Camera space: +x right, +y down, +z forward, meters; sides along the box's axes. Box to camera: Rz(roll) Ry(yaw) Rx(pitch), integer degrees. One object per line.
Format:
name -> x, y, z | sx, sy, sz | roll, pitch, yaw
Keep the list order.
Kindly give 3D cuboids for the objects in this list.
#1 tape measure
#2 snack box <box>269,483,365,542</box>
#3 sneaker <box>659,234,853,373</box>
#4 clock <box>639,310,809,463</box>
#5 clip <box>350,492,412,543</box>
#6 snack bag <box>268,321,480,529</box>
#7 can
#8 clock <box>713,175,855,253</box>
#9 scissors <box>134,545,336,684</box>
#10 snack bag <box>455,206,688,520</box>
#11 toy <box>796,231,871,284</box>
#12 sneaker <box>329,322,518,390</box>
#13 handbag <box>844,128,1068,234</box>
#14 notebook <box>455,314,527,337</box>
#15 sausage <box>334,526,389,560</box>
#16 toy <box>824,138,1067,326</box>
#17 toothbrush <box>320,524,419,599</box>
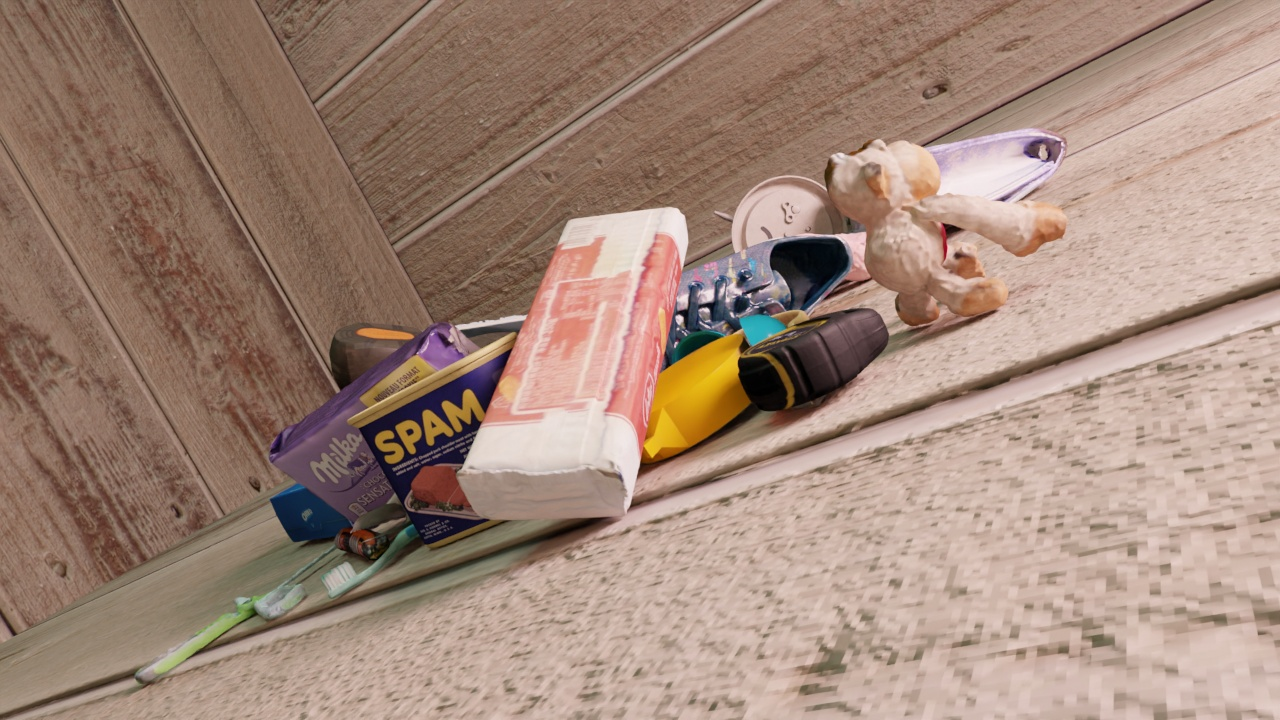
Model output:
tape measure -> 0.077, 0.002, 0.427 | 0.061, 0.034, 0.062 | -28, 4, -27
snack box -> -0.225, 0.093, 0.912 | 0.238, 0.056, 0.196 | -33, 9, -38
sneaker -> 0.051, -0.028, 0.592 | 0.234, 0.087, 0.079 | -24, 4, -35
clock -> 0.036, 0.012, 0.499 | 0.129, 0.044, 0.099 | -38, 10, -24
clip -> -0.146, 0.098, 0.609 | 0.055, 0.045, 0.101 | -40, -6, 4
snack bag -> -0.173, 0.049, 0.655 | 0.206, 0.096, 0.058 | -30, 30, 30
can -> -0.103, 0.050, 0.547 | 0.116, 0.092, 0.056 | -25, 7, 27
clock -> 0.154, -0.119, 0.852 | 0.157, 0.103, 0.061 | -14, -1, 0
scissors -> -0.277, 0.177, 0.660 | 0.173, 0.023, 0.170 | -30, 6, 38
snack bag -> -0.025, -0.009, 0.482 | 0.077, 0.041, 0.224 | -4, 39, 14
toy -> 0.147, -0.077, 0.730 | 0.105, 0.053, 0.108 | -11, 14, 32
sneaker -> -0.140, 0.053, 0.765 | 0.237, 0.143, 0.101 | 4, 14, -26
handbag -> 0.248, -0.140, 0.753 | 0.126, 0.069, 0.159 | -15, 3, -14
notebook -> -0.100, -0.016, 0.882 | 0.253, 0.009, 0.181 | -9, -13, -6
sausage -> -0.202, 0.131, 0.662 | 0.020, 0.020, 0.156 | -31, 6, -27
toy -> 0.134, -0.067, 0.450 | 0.074, 0.106, 0.085 | -49, 1, -8
toothbrush -> -0.142, 0.109, 0.589 | 0.135, 0.017, 0.022 | -32, -6, -32
